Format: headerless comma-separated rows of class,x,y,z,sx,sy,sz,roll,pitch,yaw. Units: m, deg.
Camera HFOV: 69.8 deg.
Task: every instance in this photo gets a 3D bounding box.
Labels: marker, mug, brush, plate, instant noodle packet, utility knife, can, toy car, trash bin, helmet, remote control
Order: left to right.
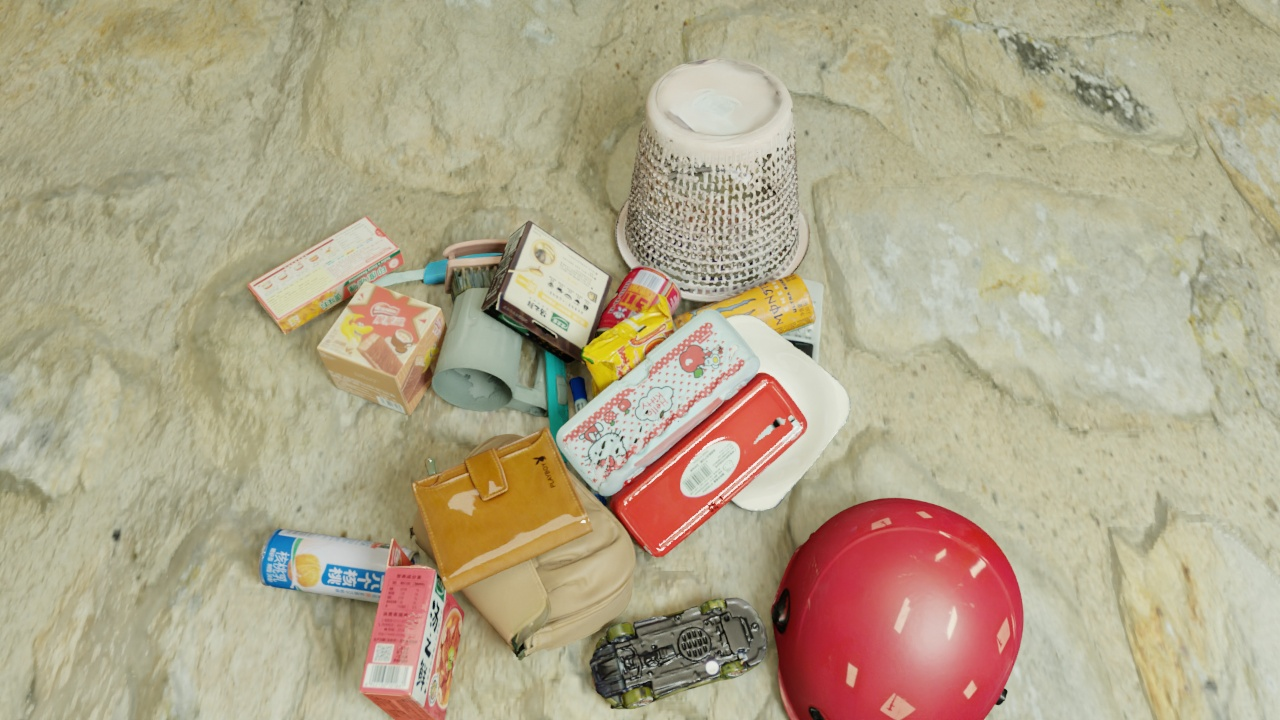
can,-0.273,0.189,0.839,0.134,0.053,0.053,7,58,4
utility knife,-0.208,-0.106,1.049,0.208,0.018,0.034,-12,59,-6
mug,-0.147,-0.005,0.957,0.124,0.084,0.103,20,54,-20
brush,-0.141,-0.099,1.010,0.145,0.063,0.073,-7,67,-18
utility knife,-0.083,0.047,0.943,0.029,0.013,0.178,16,58,-40
marker,-0.053,0.081,0.931,0.017,0.017,0.145,-10,58,-7
instant noodle packet,-0.005,0.005,0.912,0.110,0.129,0.044,-36,55,-21
can,-0.004,-0.047,0.983,0.066,0.067,0.093,23,60,13
toy car,0.034,0.257,0.804,0.158,0.042,0.070,-13,59,-7
trash bin,0.081,-0.208,1.002,0.227,0.192,0.227,-1,53,1
can,0.108,-0.042,0.970,0.146,0.058,0.058,-20,59,2
plate,0.108,0.052,0.922,0.163,0.034,0.164,40,81,12
remote control,0.166,-0.028,0.999,0.058,0.021,0.149,8,57,5
helmet,0.221,0.221,0.773,0.207,0.144,0.239,19,60,9

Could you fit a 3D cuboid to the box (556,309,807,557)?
box,0.041,0.067,0.860,0.201,0.050,0.160,-40,93,-7

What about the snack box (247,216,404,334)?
snack box,-0.352,-0.098,1.031,0.155,0.027,0.077,-36,56,-20

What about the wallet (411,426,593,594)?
wallet,-0.122,0.122,0.787,0.130,0.035,0.119,-23,63,-9

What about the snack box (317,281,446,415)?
snack box,-0.263,-0.013,0.953,0.093,0.077,0.094,20,59,12

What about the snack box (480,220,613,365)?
snack box,-0.095,-0.063,0.940,0.113,0.053,0.125,33,54,-24

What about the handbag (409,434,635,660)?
handbag,-0.104,0.161,0.830,0.147,0.100,0.204,-37,60,-26

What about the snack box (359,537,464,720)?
snack box,-0.187,0.231,0.777,0.044,0.113,0.126,1,58,5
